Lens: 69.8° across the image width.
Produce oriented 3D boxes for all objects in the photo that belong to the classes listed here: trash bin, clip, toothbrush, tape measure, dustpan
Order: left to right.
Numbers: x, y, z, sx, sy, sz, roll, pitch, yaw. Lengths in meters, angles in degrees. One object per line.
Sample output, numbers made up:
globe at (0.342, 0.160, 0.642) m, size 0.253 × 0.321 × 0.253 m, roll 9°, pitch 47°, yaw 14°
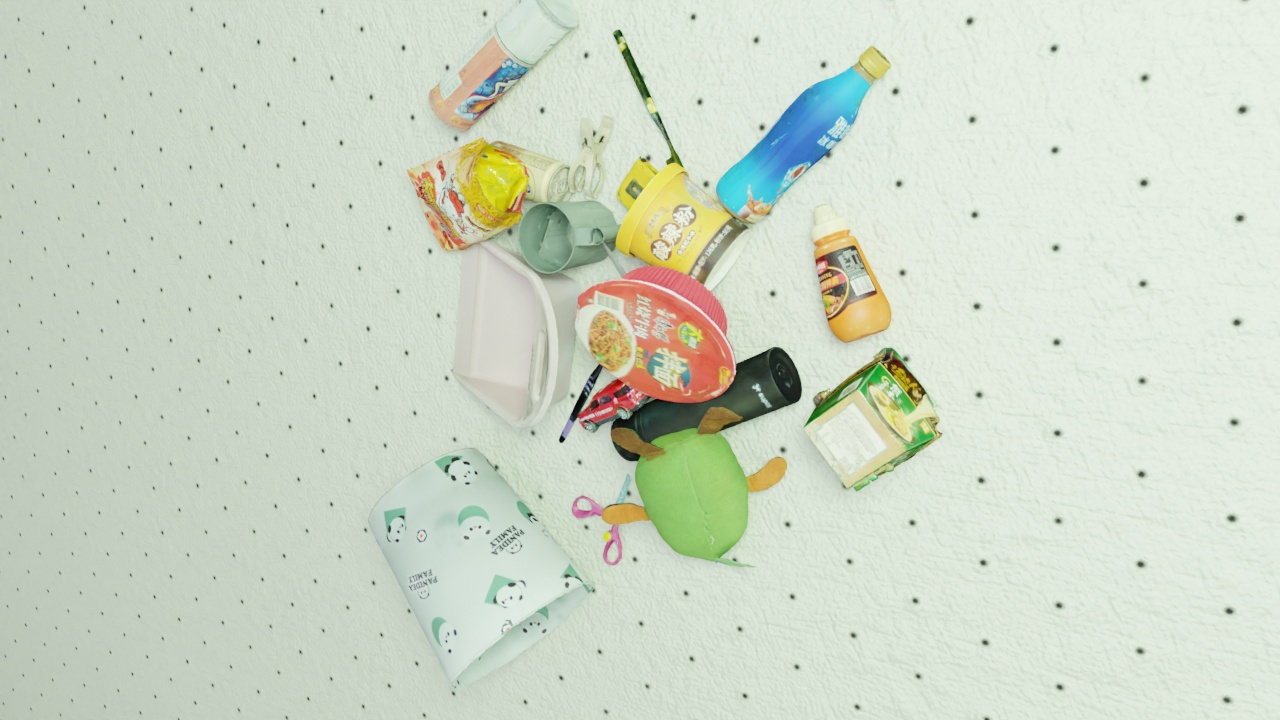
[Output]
trash bin at (-0.226, 0.272, 1.246) m, size 0.252 × 0.229 × 0.230 m, roll 51°, pitch 122°, yaw 17°
dustpan at (-0.184, -0.037, 1.188) m, size 0.274 × 0.138 × 0.223 m, roll 15°, pitch 110°, yaw 27°
toothbrush at (-0.072, 0.040, 1.210) m, size 0.014 × 0.016 × 0.189 m, roll 39°, pitch 120°, yaw 18°
clip at (-0.060, -0.249, 1.121) m, size 0.035 × 0.070 × 0.100 m, roll 25°, pitch 120°, yaw 26°
tape measure at (0.002, -0.204, 1.099) m, size 0.057 × 0.028 × 0.060 m, roll 45°, pitch 121°, yaw 14°
toothbrush at (0.007, -0.304, 1.082) m, size 0.017 × 0.012 × 0.186 m, roll -26°, pitch 88°, yaw 44°

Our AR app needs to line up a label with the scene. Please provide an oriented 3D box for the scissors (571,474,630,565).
scissors at (-0.040, 0.208, 1.232) m, size 0.134 × 0.017 × 0.133 m, roll 26°, pitch 109°, yaw 27°

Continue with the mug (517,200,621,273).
mug at (-0.069, -0.152, 1.110) m, size 0.124 × 0.103 × 0.084 m, roll 3°, pitch 103°, yaw 30°

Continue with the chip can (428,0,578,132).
chip can at (-0.174, -0.375, 1.140) m, size 0.215 × 0.071 × 0.071 m, roll -32°, pitch 84°, yaw 33°

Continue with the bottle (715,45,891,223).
bottle at (0.171, -0.237, 0.964) m, size 0.219 × 0.065 × 0.065 m, roll -44°, pitch 78°, yaw 32°

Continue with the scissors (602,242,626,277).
scissors at (-0.005, -0.076, 1.092) m, size 0.162 × 0.012 × 0.176 m, roll 44°, pitch 156°, yaw -17°

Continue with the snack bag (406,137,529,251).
snack bag at (-0.224, -0.208, 1.168) m, size 0.208 × 0.073 × 0.128 m, roll -7°, pitch 116°, yaw 51°

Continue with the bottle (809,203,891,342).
bottle at (0.216, -0.096, 0.977) m, size 0.067 × 0.066 × 0.149 m, roll -22°, pitch 83°, yaw 33°

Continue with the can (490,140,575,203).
can at (-0.144, -0.236, 1.162) m, size 0.116 × 0.058 × 0.059 m, roll 24°, pitch 113°, yaw 25°

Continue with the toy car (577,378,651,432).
toy car at (-0.034, 0.051, 1.140) m, size 0.121 × 0.052 × 0.045 m, roll -29°, pitch 99°, yaw 45°

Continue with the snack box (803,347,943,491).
snack box at (0.239, 0.068, 0.972) m, size 0.118 × 0.105 × 0.117 m, roll -42°, pitch 78°, yaw 31°

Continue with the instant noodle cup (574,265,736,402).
instant noodle cup at (0.024, -0.038, 1.025) m, size 0.194 × 0.065 × 0.194 m, roll 19°, pitch 145°, yaw 14°

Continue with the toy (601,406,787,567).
toy at (0.062, 0.150, 1.073) m, size 0.227 × 0.089 × 0.247 m, roll -14°, pitch 126°, yaw 4°

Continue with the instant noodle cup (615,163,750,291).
instant noodle cup at (0.052, -0.142, 1.036) m, size 0.114 × 0.118 × 0.119 m, roll 37°, pitch 118°, yaw 10°

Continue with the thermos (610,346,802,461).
thermos at (0.080, 0.065, 1.101) m, size 0.243 × 0.068 × 0.090 m, roll -26°, pitch 120°, yaw 35°
